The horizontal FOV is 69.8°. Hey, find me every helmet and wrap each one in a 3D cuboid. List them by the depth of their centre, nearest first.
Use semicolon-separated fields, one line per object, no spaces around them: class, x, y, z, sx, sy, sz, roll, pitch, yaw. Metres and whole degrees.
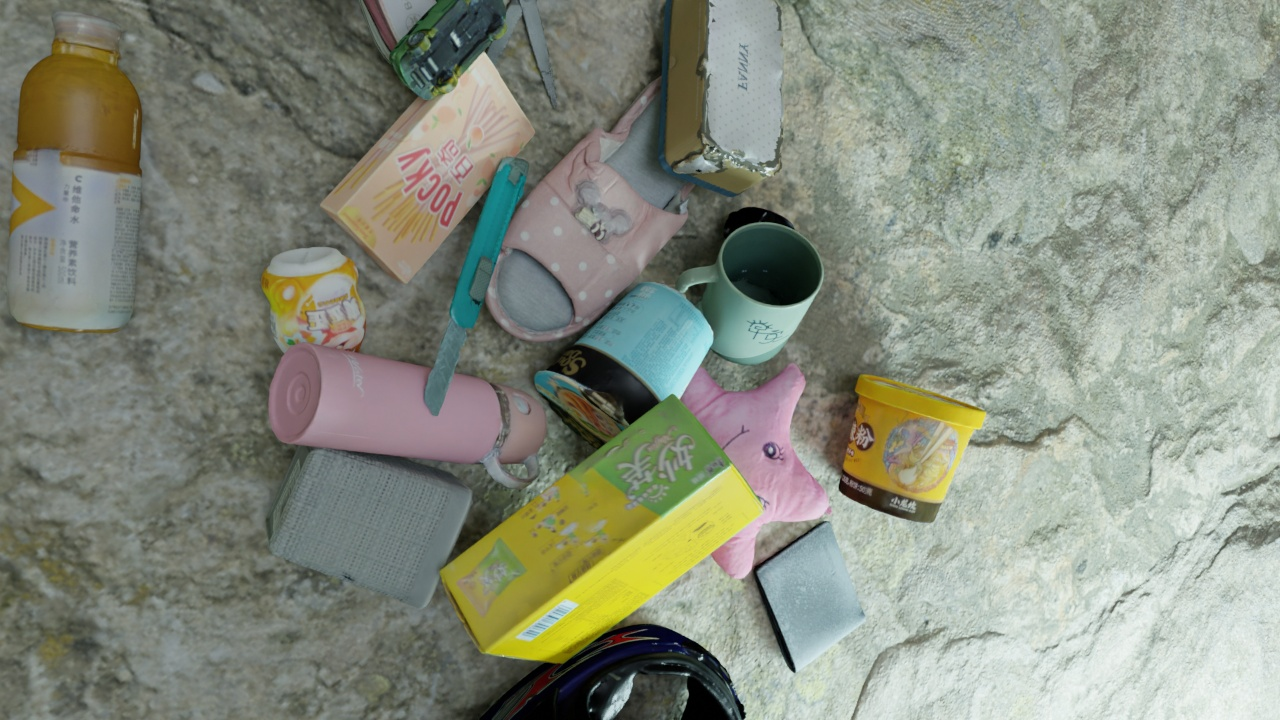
helmet;-0.015;0.364;0.687;0.314;0.241;0.247;-40;113;-19

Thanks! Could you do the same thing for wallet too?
wallet;0.164;0.227;0.888;0.097;0.019;0.121;-28;106;-24

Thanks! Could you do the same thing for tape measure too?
tape measure;0.103;-0.106;0.796;0.057;0.057;0.039;28;80;-38

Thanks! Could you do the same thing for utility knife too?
utility knife;-0.115;-0.060;0.653;0.029;0.013;0.216;36;59;-41

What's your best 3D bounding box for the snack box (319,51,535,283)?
snack box;-0.148;-0.140;0.661;0.157;0.026;0.084;-53;144;-13

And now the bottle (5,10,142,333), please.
bottle;-0.343;-0.113;0.561;0.068;0.068;0.189;4;94;-27

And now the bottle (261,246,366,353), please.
bottle;-0.222;-0.022;0.637;0.063;0.063;0.108;-15;117;-25

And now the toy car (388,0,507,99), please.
toy car;-0.130;-0.219;0.620;0.091;0.036;0.043;-48;141;-9

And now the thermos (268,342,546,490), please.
thermos;-0.151;0.045;0.642;0.067;0.087;0.198;-39;146;27

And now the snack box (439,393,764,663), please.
snack box;-0.020;0.132;0.677;0.210;0.070;0.158;-38;154;0

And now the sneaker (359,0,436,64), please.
sneaker;-0.182;-0.310;0.610;0.118;0.088;0.241;-31;109;-21

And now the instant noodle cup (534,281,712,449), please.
instant noodle cup;-0.004;0.004;0.732;0.111;0.111;0.120;49;67;-23

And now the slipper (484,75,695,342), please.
slipper;-0.019;-0.126;0.733;0.114;0.054;0.274;47;73;-23

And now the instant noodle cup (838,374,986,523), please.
instant noodle cup;0.248;0.083;0.864;0.118;0.118;0.114;12;98;-28

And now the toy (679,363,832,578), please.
toy;0.093;0.090;0.800;0.178;0.075;0.194;23;87;-14

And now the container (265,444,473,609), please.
container;-0.196;0.109;0.652;0.114;0.090;0.090;25;83;-24

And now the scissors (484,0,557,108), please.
scissors;-0.091;-0.286;0.702;0.159;0.014;0.181;43;77;-24

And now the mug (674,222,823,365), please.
mug;0.081;-0.051;0.759;0.111;0.107;0.082;0;63;-10

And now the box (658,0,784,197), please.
box;0.066;-0.229;0.735;0.089;0.060;0.184;17;66;-31
